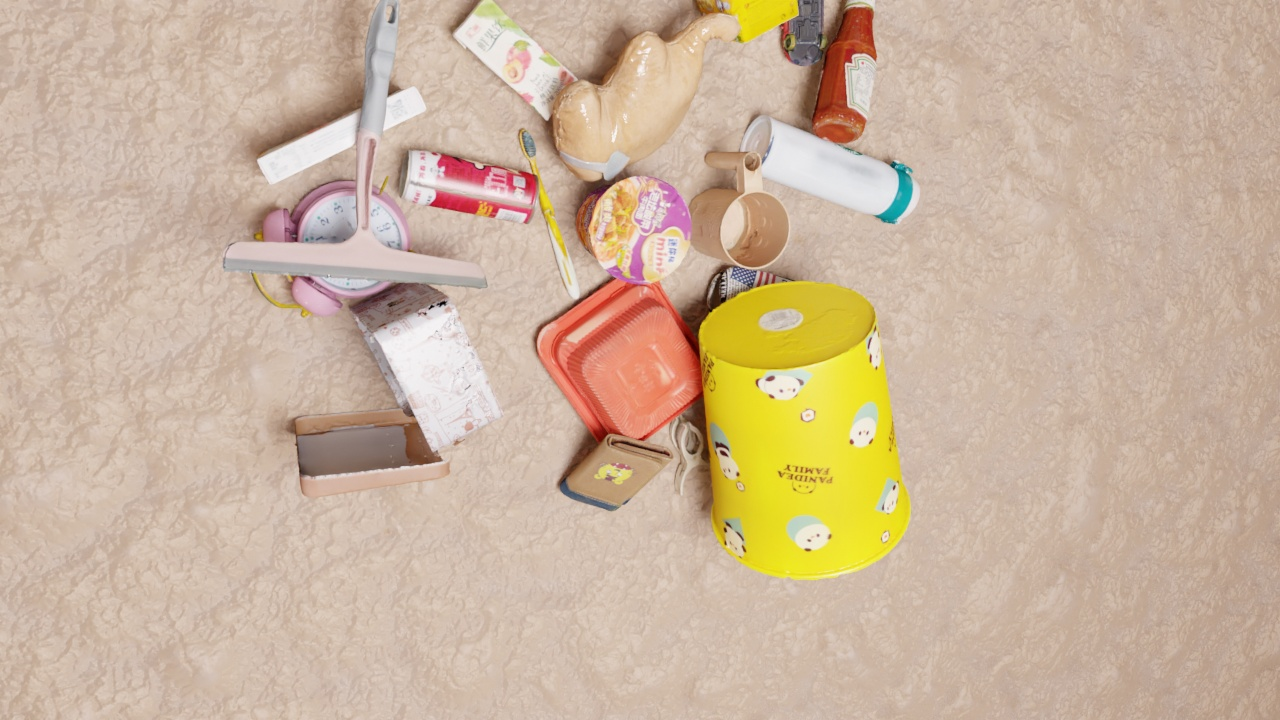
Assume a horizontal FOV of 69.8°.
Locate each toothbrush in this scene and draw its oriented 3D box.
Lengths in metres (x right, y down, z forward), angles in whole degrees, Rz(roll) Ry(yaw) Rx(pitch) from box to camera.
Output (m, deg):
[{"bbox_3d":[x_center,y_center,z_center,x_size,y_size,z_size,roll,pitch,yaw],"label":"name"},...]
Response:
[{"bbox_3d":[-0.096,-0.154,0.986,0.016,0.018,0.191,-21,110,-14],"label":"toothbrush"}]

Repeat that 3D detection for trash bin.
[{"bbox_3d":[0.172,0.068,1.005,0.229,0.229,0.255,-22,122,-15],"label":"trash bin"}]

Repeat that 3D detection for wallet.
[{"bbox_3d":[-0.027,0.127,1.040,0.090,0.033,0.116,17,137,-25],"label":"wallet"}]

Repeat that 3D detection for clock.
[{"bbox_3d":[-0.299,-0.108,0.895,0.158,0.060,0.117,-28,111,-11],"label":"clock"}]

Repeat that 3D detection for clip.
[{"bbox_3d":[0.057,0.112,1.108,0.061,0.034,0.097,-22,119,-16],"label":"clip"}]

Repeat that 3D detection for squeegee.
[{"bbox_3d":[-0.238,-0.195,0.815,0.247,0.040,0.250,1,100,-40],"label":"squeegee"}]

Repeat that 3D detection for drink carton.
[{"bbox_3d":[-0.125,-0.304,0.922,0.122,0.045,0.053,39,98,-24],"label":"drink carton"}]

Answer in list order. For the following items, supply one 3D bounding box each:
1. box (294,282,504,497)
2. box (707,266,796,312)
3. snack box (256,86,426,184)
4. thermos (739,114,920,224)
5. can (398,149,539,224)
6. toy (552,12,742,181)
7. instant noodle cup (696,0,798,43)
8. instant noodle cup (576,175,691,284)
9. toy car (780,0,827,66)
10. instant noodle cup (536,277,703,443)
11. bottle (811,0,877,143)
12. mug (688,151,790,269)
[{"bbox_3d":[-0.257,0.035,0.884,0.192,0.183,0.156,-26,110,-17],"label":"box"},{"bbox_3d":[0.163,-0.069,1.077,0.163,0.081,0.075,14,92,-21],"label":"box"},{"bbox_3d":[-0.282,-0.213,0.862,0.156,0.085,0.027,-29,113,-13],"label":"snack box"},{"bbox_3d":[0.227,-0.221,1.072,0.224,0.073,0.073,13,98,-24],"label":"thermos"},{"bbox_3d":[-0.173,-0.176,0.931,0.132,0.053,0.053,8,100,-23],"label":"can"},{"bbox_3d":[0.006,-0.274,0.945,0.225,0.143,0.082,-39,72,-11],"label":"toy"},{"bbox_3d":[0.103,-0.408,0.957,0.116,0.116,0.124,-31,123,-12],"label":"instant noodle cup"},{"bbox_3d":[-0.015,-0.143,0.977,0.111,0.099,0.112,-6,106,-20],"label":"instant noodle cup"},{"bbox_3d":[0.182,-0.386,1.031,0.049,0.031,0.106,-8,102,-19],"label":"toy car"},{"bbox_3d":[-0.006,0.006,1.029,0.164,0.079,0.189,-38,112,-10],"label":"instant noodle cup"},{"bbox_3d":[0.236,-0.346,1.027,0.059,0.060,0.206,17,77,-24],"label":"bottle"},{"bbox_3d":[0.102,-0.168,1.014,0.084,0.103,0.125,-12,107,-19],"label":"mug"}]
